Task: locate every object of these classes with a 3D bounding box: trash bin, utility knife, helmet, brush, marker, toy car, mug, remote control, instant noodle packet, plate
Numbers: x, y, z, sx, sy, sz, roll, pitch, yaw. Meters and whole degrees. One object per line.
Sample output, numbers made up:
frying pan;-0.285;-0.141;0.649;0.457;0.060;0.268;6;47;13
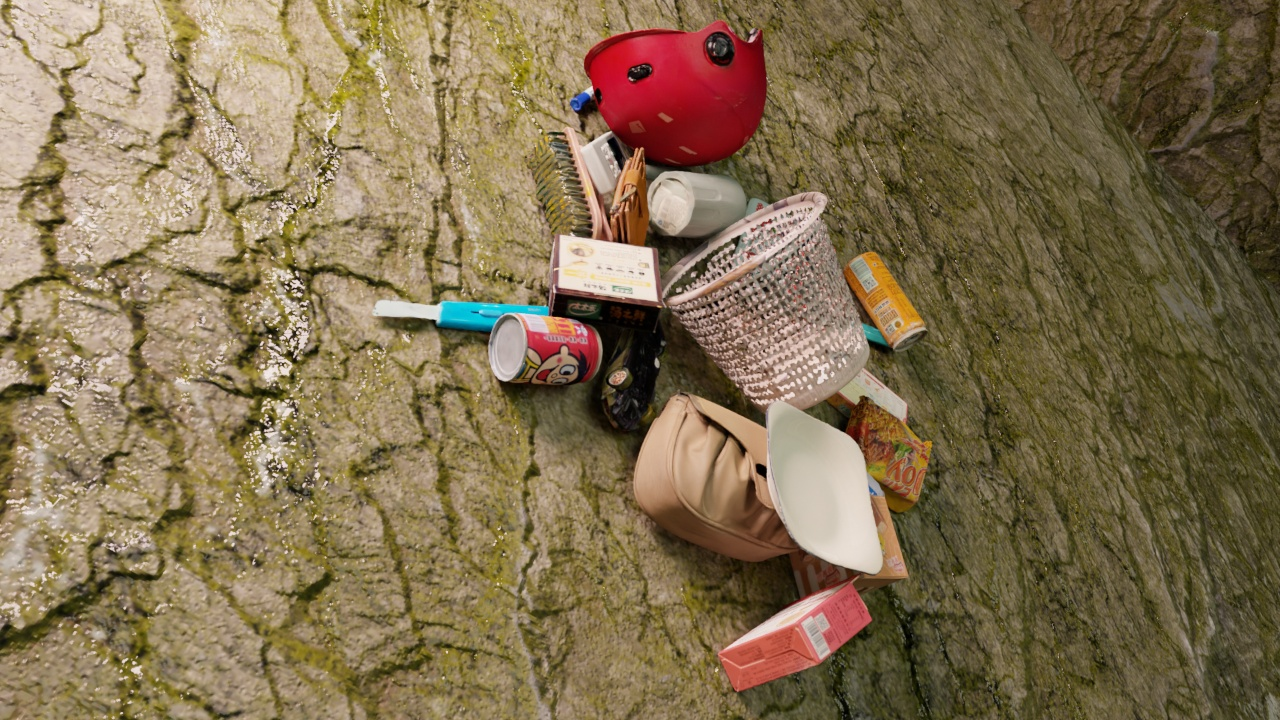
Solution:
trash bin;0.154;-0.053;1.051;0.192;0.228;0.226;56;41;-15
utility knife;-0.162;-0.042;0.891;0.207;0.018;0.034;2;63;-39
helmet;0.051;-0.316;1.135;0.239;0.207;0.144;-9;87;-41
brush;-0.073;-0.185;1.029;0.072;0.063;0.145;-2;66;-45
marker;-0.051;-0.358;1.198;0.017;0.017;0.145;46;43;-8
toy car;-0.006;0.006;0.971;0.070;0.042;0.157;59;34;-37
mug;0.057;-0.204;1.147;0.103;0.084;0.124;-6;46;-48
remote control;-0.038;-0.233;1.074;0.058;0.021;0.149;64;16;-15
instant noodle packet;0.314;0.121;1.170;0.128;0.044;0.110;34;66;-19
utility knife;0.313;-0.045;1.316;0.178;0.013;0.029;17;51;-29
plate;0.176;0.133;0.923;0.163;0.034;0.164;26;46;-35

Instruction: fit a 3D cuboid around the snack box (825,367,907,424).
snack box;0.294;0.047;1.226;0.155;0.027;0.076;37;45;-17

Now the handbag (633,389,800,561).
handbag;0.095;0.121;0.945;0.204;0.100;0.147;26;54;-34

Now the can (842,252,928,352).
can;0.353;-0.086;1.328;0.058;0.058;0.146;-3;57;-43

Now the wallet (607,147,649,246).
wallet;-0.012;-0.169;1.041;0.035;0.119;0.130;5;45;6

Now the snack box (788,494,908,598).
snack box;0.223;0.206;1.009;0.077;0.093;0.094;11;57;-37

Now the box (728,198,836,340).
box;0.198;-0.127;1.247;0.160;0.050;0.200;32;45;-16

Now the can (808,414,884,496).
can;0.229;0.129;1.095;0.134;0.053;0.053;45;43;-9

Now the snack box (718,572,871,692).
snack box;0.158;0.266;0.897;0.126;0.113;0.044;-16;73;-46

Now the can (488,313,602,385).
can;-0.091;-0.010;0.894;0.093;0.067;0.066;4;61;-40

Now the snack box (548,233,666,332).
snack box;-0.037;-0.078;0.948;0.113;0.053;0.125;7;39;-9
